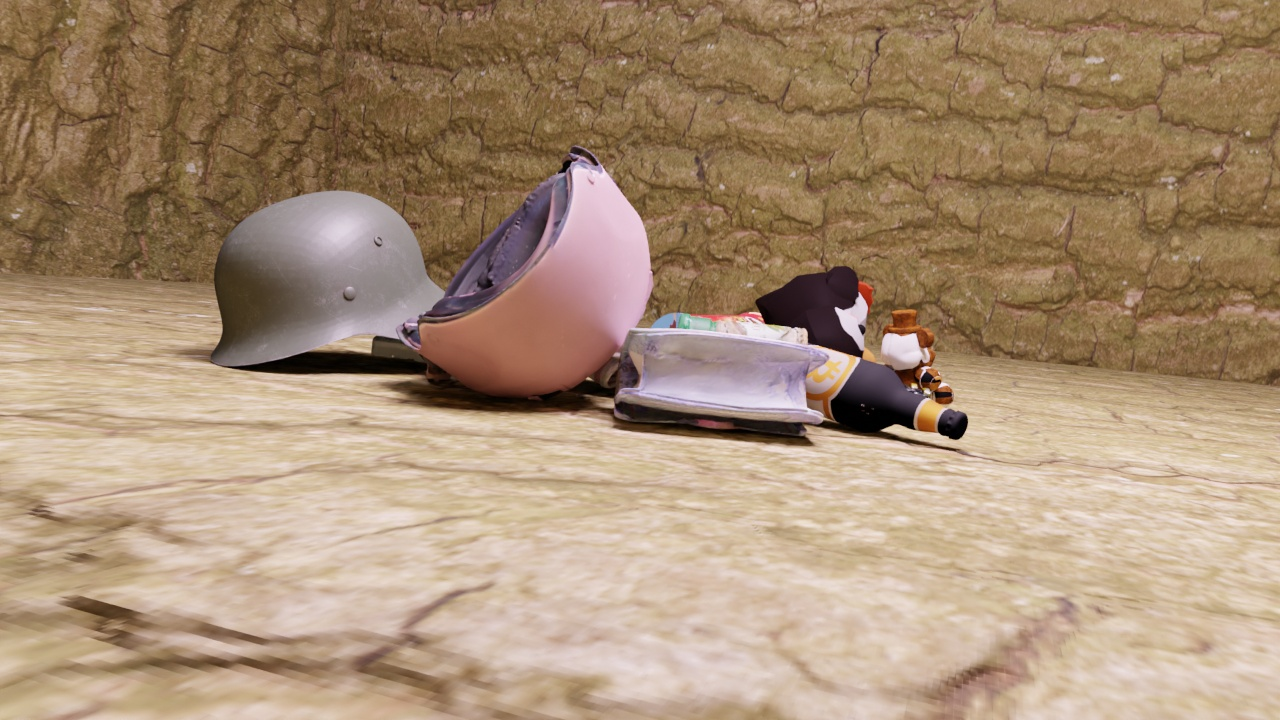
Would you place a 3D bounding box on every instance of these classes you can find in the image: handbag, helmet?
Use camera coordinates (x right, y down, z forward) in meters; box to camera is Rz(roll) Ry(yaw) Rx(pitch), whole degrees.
[{"bbox_3d":[0.060,0.023,0.731,0.158,0.069,0.126,6,-10,-4],"label":"handbag"},{"bbox_3d":[-0.322,-0.087,0.920,0.227,0.154,0.267,-3,23,24],"label":"helmet"},{"bbox_3d":[-0.085,-0.063,0.808,0.152,0.229,0.256,42,-10,-20],"label":"helmet"}]

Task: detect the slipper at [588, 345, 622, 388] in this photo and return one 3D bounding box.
[{"bbox_3d":[-0.005,0.005,0.905,0.263,0.052,0.115,13,2,43],"label":"slipper"}]

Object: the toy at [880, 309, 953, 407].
[{"bbox_3d":[0.306,-0.001,1.036,0.067,0.112,0.087,-10,11,-23],"label":"toy"}]

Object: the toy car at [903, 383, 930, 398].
[{"bbox_3d":[0.274,0.038,0.971,0.049,0.030,0.107,7,2,6],"label":"toy car"}]

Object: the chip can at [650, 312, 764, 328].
[{"bbox_3d":[0.096,-0.018,1.139,0.087,0.087,0.213,8,6,32],"label":"chip can"}]

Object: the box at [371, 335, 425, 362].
[{"bbox_3d":[-0.184,-0.010,1.012,0.197,0.044,0.136,9,4,-2],"label":"box"}]

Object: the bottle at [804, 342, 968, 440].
[{"bbox_3d":[0.191,0.030,0.782,0.059,0.059,0.182,1,14,-45],"label":"bottle"}]

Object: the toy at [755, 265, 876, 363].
[{"bbox_3d":[0.204,-0.026,1.081,0.140,0.159,0.183,16,23,1],"label":"toy"}]

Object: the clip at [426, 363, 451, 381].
[{"bbox_3d":[-0.192,0.011,0.875,0.026,0.049,0.061,3,-36,-13],"label":"clip"}]

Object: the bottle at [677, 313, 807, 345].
[{"bbox_3d":[0.086,-0.014,0.785,0.111,0.043,0.043,7,5,3],"label":"bottle"}]
